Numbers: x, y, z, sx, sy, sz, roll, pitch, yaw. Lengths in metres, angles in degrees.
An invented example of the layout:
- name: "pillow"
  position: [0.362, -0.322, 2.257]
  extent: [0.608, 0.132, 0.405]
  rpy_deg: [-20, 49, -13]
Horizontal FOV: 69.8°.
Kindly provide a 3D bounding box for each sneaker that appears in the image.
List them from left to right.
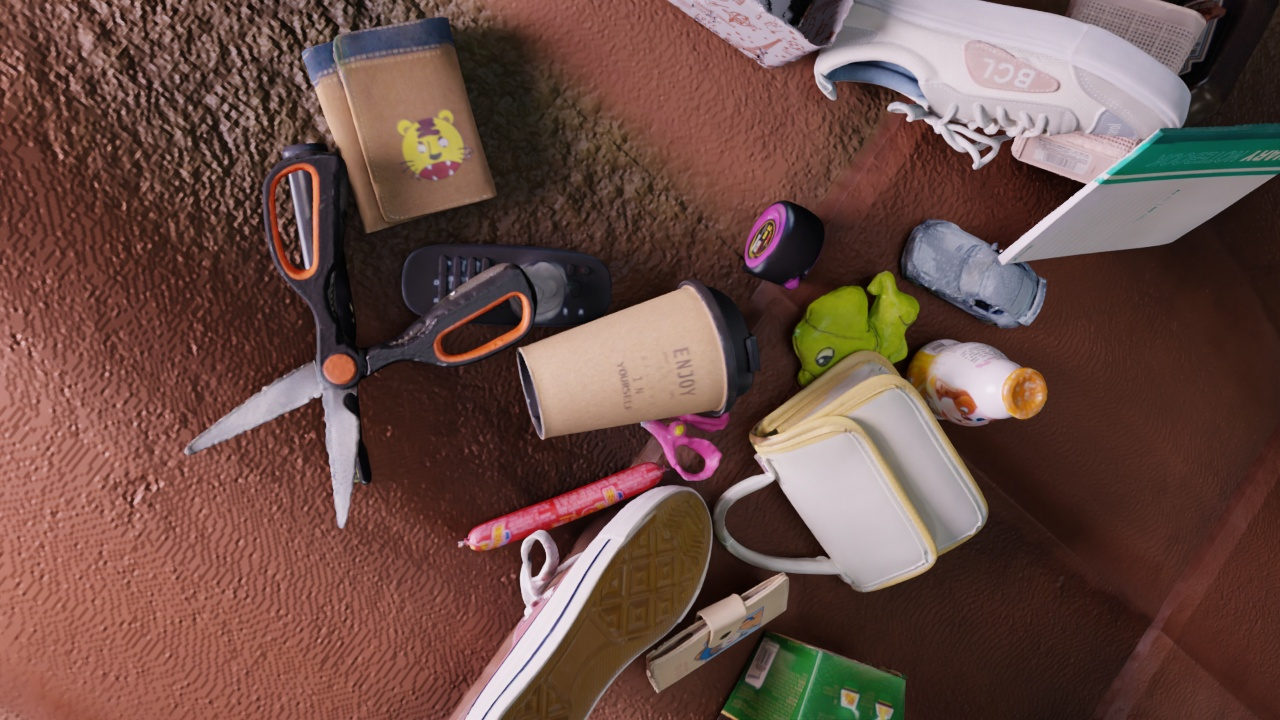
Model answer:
- name: "sneaker"
  position: [-0.045, 0.172, 0.609]
  extent: [0.240, 0.088, 0.118]
  rpy_deg: [-48, 122, -30]
- name: "sneaker"
  position: [0.232, -0.182, 0.617]
  extent: [0.242, 0.089, 0.091]
  rpy_deg: [24, 96, 15]

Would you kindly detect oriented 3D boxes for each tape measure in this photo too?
- name: "tape measure"
  position: [0.102, -0.080, 0.641]
  extent: [0.039, 0.058, 0.057]
  rpy_deg: [22, 86, -20]

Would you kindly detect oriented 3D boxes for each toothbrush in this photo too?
- name: "toothbrush"
  position: [-0.190, -0.025, 0.569]
  extent: [0.027, 0.026, 0.213]
  rpy_deg: [-3, 100, 17]

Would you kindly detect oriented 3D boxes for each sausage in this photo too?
- name: "sausage"
  position: [-0.050, 0.101, 0.633]
  extent: [0.155, 0.020, 0.020]
  rpy_deg: [-19, 102, -15]

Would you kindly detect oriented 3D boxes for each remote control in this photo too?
- name: "remote control"
  position: [-0.086, -0.049, 0.600]
  extent: [0.136, 0.024, 0.053]
  rpy_deg: [2, 96, -18]

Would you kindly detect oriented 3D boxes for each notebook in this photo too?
- name: "notebook"
  position: [0.386, -0.123, 0.673]
  extent: [0.208, 0.151, 0.012]
  rpy_deg: [-9, 68, -27]

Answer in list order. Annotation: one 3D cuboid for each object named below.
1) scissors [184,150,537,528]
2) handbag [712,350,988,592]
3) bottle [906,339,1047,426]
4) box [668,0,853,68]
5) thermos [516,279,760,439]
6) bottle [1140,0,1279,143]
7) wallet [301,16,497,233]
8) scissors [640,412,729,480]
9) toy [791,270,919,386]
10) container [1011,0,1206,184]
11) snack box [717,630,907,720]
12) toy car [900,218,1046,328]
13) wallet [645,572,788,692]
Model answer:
- name: "scissors"
  position: [-0.169, -0.014, 0.555]
  extent: [0.220, 0.022, 0.235]
  rpy_deg: [-12, 103, -14]
- name: "handbag"
  position: [0.146, 0.103, 0.671]
  extent: [0.179, 0.063, 0.163]
  rpy_deg: [-35, 111, 3]
- name: "bottle"
  position: [0.246, 0.018, 0.673]
  extent: [0.063, 0.108, 0.063]
  rpy_deg: [-2, 95, -18]
- name: "box"
  position: [0.045, -0.330, 0.564]
  extent: [0.259, 0.110, 0.179]
  rpy_deg: [27, 87, -20]
- name: "thermos"
  position: [-0.004, 0.004, 0.598]
  extent: [0.143, 0.093, 0.093]
  rpy_deg: [-15, 101, -14]
- name: "bottle"
  position: [0.417, -0.206, 0.719]
  extent: [0.044, 0.080, 0.195]
  rpy_deg: [30, 89, -20]
- name: "wallet"
  position: [-0.146, -0.145, 0.567]
  extent: [0.090, 0.033, 0.115]
  rpy_deg: [-19, 105, -16]
- name: "scissors"
  position: [0.004, 0.028, 0.645]
  extent: [0.137, 0.017, 0.073]
  rpy_deg: [29, 76, -14]
- name: "toy"
  position: [0.157, -0.022, 0.679]
  extent: [0.100, 0.031, 0.097]
  rpy_deg: [11, 99, -21]
- name: "container"
  position: [0.337, -0.198, 0.678]
  extent: [0.090, 0.090, 0.111]
  rpy_deg: [25, 91, 16]
- name: "snack box"
  position: [0.124, 0.262, 0.668]
  extent: [0.117, 0.118, 0.105]
  rpy_deg: [23, 76, -20]
- name: "toy car"
  position: [0.257, -0.066, 0.707]
  extent: [0.120, 0.037, 0.054]
  rpy_deg: [23, 89, -16]
- name: "wallet"
  position: [0.055, 0.191, 0.651]
  extent: [0.115, 0.087, 0.024]
  rpy_deg: [-28, 65, -13]
